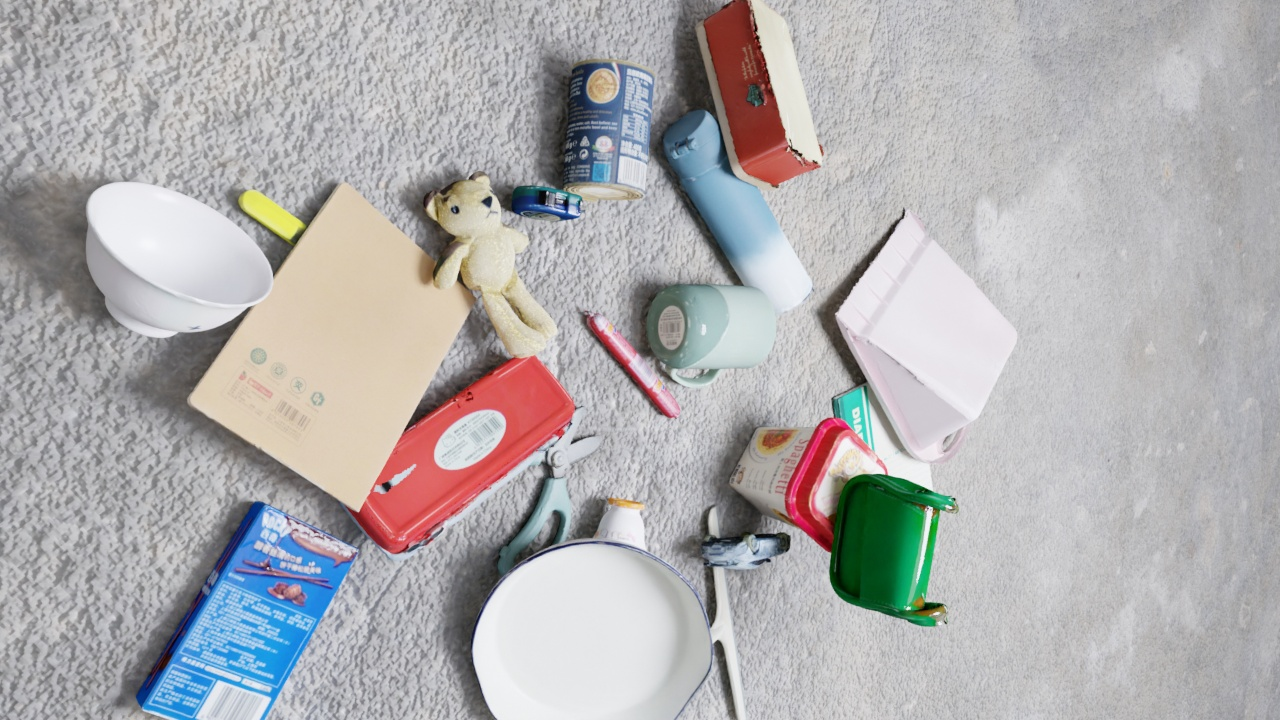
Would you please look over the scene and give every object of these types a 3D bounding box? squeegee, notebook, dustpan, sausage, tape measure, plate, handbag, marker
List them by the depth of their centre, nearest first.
[{"bbox_3d":[-0.220,-0.012,0.693,0.148,0.008,0.207,44,54,-32],"label":"notebook"},{"bbox_3d":[-0.248,-0.087,0.695,0.124,0.015,0.018,39,62,-35],"label":"marker"},{"bbox_3d":[-0.083,-0.136,0.790,0.054,0.058,0.025,9,87,-33],"label":"tape measure"},{"bbox_3d":[-0.042,0.243,0.798,0.205,0.045,0.205,-1,105,-5],"label":"plate"},{"bbox_3d":[0.241,0.176,0.860,0.068,0.120,0.131,10,89,-32],"label":"handbag"},{"bbox_3d":[-0.005,0.005,0.881,0.156,0.020,0.020,50,64,-28],"label":"sausage"},{"bbox_3d":[0.013,0.297,0.900,0.246,0.039,0.246,-15,102,-35],"label":"squeegee"},{"bbox_3d":[0.302,0.121,1.127,0.150,0.012,0.209,-20,105,-34],"label":"notebook"},{"bbox_3d":[0.339,-0.007,1.133,0.273,0.139,0.221,44,57,0],"label":"dustpan"}]

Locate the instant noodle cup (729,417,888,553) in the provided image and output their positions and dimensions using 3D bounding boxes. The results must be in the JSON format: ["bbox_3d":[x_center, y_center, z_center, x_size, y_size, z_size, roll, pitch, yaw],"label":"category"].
[{"bbox_3d":[0.171,0.124,0.956,0.116,0.124,0.116,42,69,-31],"label":"instant noodle cup"}]

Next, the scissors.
[{"bbox_3d":[-0.095,0.123,0.821,0.173,0.019,0.178,-17,102,-36],"label":"scissors"}]

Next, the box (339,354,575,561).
[{"bbox_3d":[-0.144,0.076,0.752,0.200,0.049,0.087,-37,84,-29],"label":"box"}]

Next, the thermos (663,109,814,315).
[{"bbox_3d":[0.099,-0.147,0.922,0.070,0.070,0.220,-48,118,-25],"label":"thermos"}]

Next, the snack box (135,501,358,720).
[{"bbox_3d":[-0.285,0.192,0.675,0.084,0.026,0.157,38,71,-33],"label":"snack box"}]

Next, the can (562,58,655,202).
[{"bbox_3d":[-0.029,-0.201,0.815,0.075,0.075,0.111,4,90,-37],"label":"can"}]

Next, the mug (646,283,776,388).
[{"bbox_3d":[0.062,-0.021,0.899,0.106,0.082,0.112,-2,125,-38],"label":"mug"}]

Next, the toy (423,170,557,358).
[{"bbox_3d":[-0.119,-0.077,0.759,0.104,0.066,0.157,-36,106,-37],"label":"toy"}]

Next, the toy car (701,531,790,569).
[{"bbox_3d":[0.110,0.194,0.942,0.120,0.054,0.036,5,79,-54],"label":"toy car"}]

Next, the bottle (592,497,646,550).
[{"bbox_3d":[-0.022,0.183,0.851,0.063,0.063,0.108,13,86,-37],"label":"bottle"}]

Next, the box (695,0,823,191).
[{"bbox_3d":[0.123,-0.260,0.883,0.091,0.079,0.168,4,70,-55],"label":"box"}]

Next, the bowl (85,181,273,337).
[{"bbox_3d":[-0.314,-0.055,0.606,0.118,0.118,0.065,26,116,-35],"label":"bowl"}]
